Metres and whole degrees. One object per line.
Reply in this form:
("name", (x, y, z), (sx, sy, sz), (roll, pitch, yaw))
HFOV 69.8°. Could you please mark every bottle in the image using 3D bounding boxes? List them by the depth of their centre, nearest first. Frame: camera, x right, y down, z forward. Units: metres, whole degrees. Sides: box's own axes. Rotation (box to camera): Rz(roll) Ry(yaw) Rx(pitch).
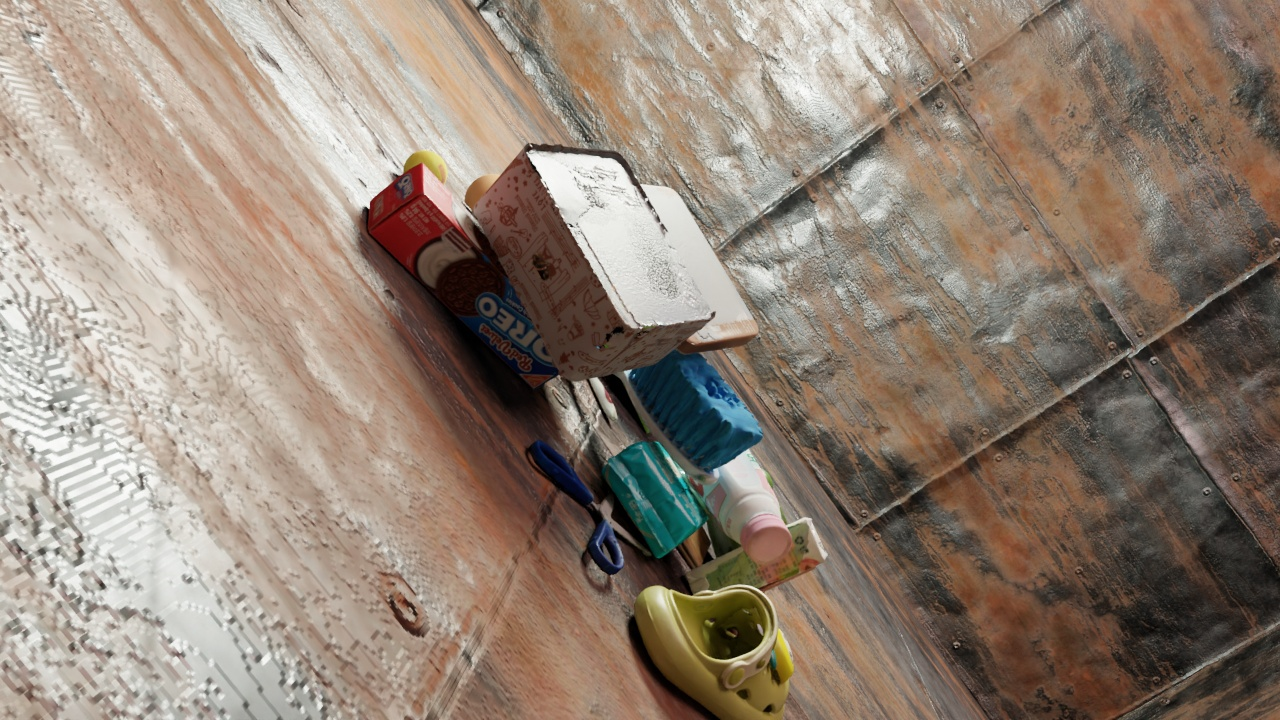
("bottle", (0.084, 0.116, 0.845), (0.068, 0.068, 0.197), (50, 4, -26))

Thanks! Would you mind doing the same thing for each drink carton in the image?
("drink carton", (0.107, 0.188, 0.837), (0.045, 0.122, 0.053), (65, 10, 14))

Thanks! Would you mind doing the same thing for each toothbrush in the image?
("toothbrush", (-0.058, 0.000, 1.022), (0.016, 0.017, 0.187), (44, 13, -46))

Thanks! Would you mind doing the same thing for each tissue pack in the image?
("tissue pack", (0.014, 0.121, 0.815), (0.093, 0.050, 0.133), (56, 4, 10))

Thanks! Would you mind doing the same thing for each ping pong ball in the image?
("ping pong ball", (-0.200, -0.175, 0.853), (0.040, 0.040, 0.040), (52, 9, -12))

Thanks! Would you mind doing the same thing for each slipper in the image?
("slipper", (0.070, 0.215, 0.686), (0.190, 0.082, 0.091), (43, 17, -43))

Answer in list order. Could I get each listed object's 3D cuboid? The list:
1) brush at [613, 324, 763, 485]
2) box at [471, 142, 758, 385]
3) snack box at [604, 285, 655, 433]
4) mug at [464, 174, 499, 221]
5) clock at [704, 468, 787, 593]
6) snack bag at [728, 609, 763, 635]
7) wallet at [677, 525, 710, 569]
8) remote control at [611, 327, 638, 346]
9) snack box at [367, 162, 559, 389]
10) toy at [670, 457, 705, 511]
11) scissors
("brush", (-0.005, 0.005, 0.886), (0.060, 0.110, 0.314), (9, 33, -42))
("box", (0.000, -0.086, 0.792), (0.259, 0.082, 0.176), (-9, 66, -54))
("snack box", (0.002, -0.023, 1.160), (0.209, 0.070, 0.158), (-97, 163, -71))
("mug", (-0.140, -0.143, 0.953), (0.078, 0.078, 0.122), (47, 8, -41))
("clock", (0.114, 0.174, 0.935), (0.161, 0.056, 0.116), (97, -26, -58))
("snack bag", (0.101, 0.255, 0.870), (0.045, 0.026, 0.105), (59, 11, 9))
("wallet", (0.034, 0.153, 0.934), (0.115, 0.020, 0.101), (57, 10, 2))
("remote control", (-0.065, -0.039, 0.854), (0.135, 0.019, 0.056), (12, -19, 29))
("snack box", (-0.130, -0.063, 0.752), (0.207, 0.057, 0.058), (48, 14, -37))
("toy", (0.058, 0.145, 1.057), (0.096, 0.030, 0.092), (50, 2, 21))
("scissors", (-0.034, 0.118, 0.716), (0.174, 0.012, 0.162), (51, 5, -23))
